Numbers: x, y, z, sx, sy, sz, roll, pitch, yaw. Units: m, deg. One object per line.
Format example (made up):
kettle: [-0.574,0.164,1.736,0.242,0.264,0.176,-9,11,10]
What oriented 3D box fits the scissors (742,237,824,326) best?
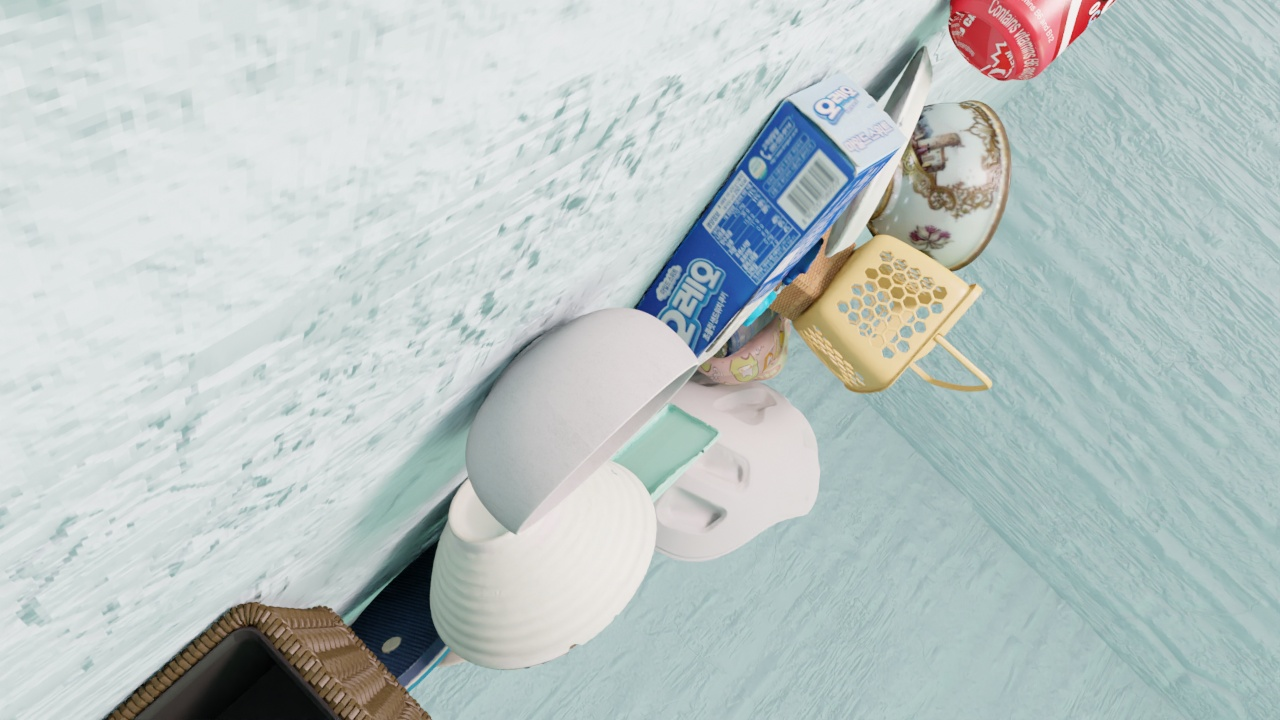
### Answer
scissors: [0.119,-0.063,0.731,0.104,0.015,0.133,-47,173,16]

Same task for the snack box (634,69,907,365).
snack box: [0.063,-0.068,0.550,0.059,0.059,0.227,-35,169,-37]

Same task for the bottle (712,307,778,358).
bottle: [0.116,-0.065,0.903,0.160,0.056,0.056,-41,173,-27]

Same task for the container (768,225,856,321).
container: [0.149,-0.092,0.855,0.113,0.061,0.063,-49,179,-36]

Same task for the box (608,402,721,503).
box: [-0.042,0.093,0.712,0.186,0.136,0.033,-41,134,-16]

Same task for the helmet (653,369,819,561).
helmet: [0.083,0.104,1.019,0.281,0.224,0.184,7,108,-49]

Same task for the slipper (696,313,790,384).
slipper: [0.117,-0.017,0.987,0.093,0.081,0.196,-8,-158,24]

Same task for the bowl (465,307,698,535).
bowl: [-0.038,0.023,0.477,0.131,0.064,0.132,-43,174,-6]

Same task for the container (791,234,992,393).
container: [0.242,-0.023,0.872,0.129,0.167,0.183,-49,180,1]

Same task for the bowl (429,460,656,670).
bowl: [-0.083,0.115,0.635,0.177,0.177,0.071,-42,130,-17]

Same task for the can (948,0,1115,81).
can: [0.264,-0.245,0.571,0.142,0.074,0.074,-44,174,1]

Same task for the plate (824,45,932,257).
plate: [0.169,-0.144,0.650,0.157,0.014,0.157,28,86,-87]

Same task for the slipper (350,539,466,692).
slipper: [-0.132,0.180,0.748,0.118,0.060,0.293,4,-144,42]

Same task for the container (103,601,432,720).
container: [-0.150,0.297,0.499,0.176,0.321,0.205,-42,180,-12]

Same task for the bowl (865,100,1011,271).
bowl: [0.253,-0.164,0.851,0.093,0.159,0.160,2,156,-16]
